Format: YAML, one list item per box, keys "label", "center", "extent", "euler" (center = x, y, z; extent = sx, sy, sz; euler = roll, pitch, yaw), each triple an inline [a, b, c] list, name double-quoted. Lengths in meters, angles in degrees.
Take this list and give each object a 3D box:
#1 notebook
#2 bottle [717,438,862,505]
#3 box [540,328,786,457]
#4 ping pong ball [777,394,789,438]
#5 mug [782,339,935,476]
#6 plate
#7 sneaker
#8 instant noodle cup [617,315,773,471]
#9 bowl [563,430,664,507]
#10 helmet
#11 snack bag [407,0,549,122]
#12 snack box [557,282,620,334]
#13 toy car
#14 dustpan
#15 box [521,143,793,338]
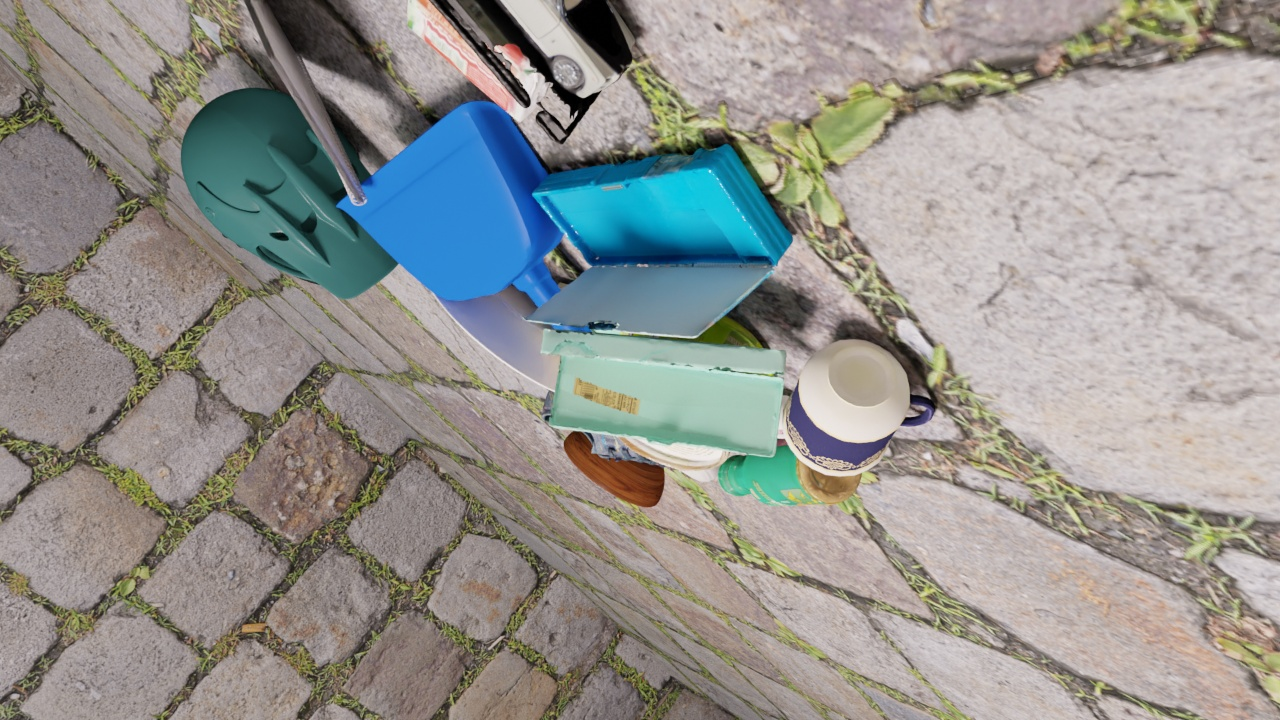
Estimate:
- label: "notebook"
  center: [-0.322, -0.274, 0.830]
  extent: [0.245, 0.013, 0.178]
  euler: [58, 172, 30]
- label: "bottle"
  center: [0.138, 0.111, 0.919]
  extent: [0.068, 0.068, 0.210]
  euler: [42, 160, -9]
- label: "box"
  center: [0.017, 0.028, 0.717]
  extent: [0.188, 0.093, 0.077]
  euler: [6, -176, 9]
- label: "ping pong ball"
  center: [0.130, 0.052, 0.843]
  extent: [0.040, 0.040, 0.040]
  euler: [34, 160, 14]
- label: "mug"
  center: [0.169, 0.032, 0.688]
  extent: [0.112, 0.085, 0.089]
  euler: [1, 153, 0]
- label: "plate"
  center: [-0.131, -0.046, 1.004]
  extent: [0.229, 0.030, 0.229]
  euler: [37, -167, -11]
- label: "sneaker"
  center: [-0.015, 0.094, 1.118]
  extent: [0.235, 0.079, 0.087]
  euler: [30, 161, 6]
- label: "instant noodle cup"
  center: [0.038, 0.029, 0.820]
  extent: [0.146, 0.097, 0.146]
  euler: [17, 148, 11]
- label: "bowl"
  center: [-0.021, 0.119, 1.195]
  extent: [0.147, 0.069, 0.147]
  euler: [32, -169, -7]
- label: "helmet"
  center: [-0.391, -0.186, 1.047]
  extent: [0.275, 0.176, 0.200]
  euler: [45, 163, -9]
- label: "snack bag"
  center: [-0.115, -0.233, 0.662]
  extent: [0.116, 0.036, 0.077]
  euler: [40, 160, -2]
- label: "snack box"
  center: [-0.006, 0.006, 0.980]
  extent: [0.142, 0.044, 0.193]
  euler: [18, 152, 44]
- label: "toy car"
  center: [-0.074, -0.234, 0.541]
  extent: [0.071, 0.093, 0.192]
  euler: [-18, 123, 43]
- label: "dustpan"
  center: [-0.137, -0.095, 0.872]
  extent: [0.246, 0.059, 0.257]
  euler: [-19, 114, 46]
- label: "box"
  center: [-0.015, -0.082, 0.697]
  extent: [0.094, 0.115, 0.244]
  euler: [50, 158, -28]
